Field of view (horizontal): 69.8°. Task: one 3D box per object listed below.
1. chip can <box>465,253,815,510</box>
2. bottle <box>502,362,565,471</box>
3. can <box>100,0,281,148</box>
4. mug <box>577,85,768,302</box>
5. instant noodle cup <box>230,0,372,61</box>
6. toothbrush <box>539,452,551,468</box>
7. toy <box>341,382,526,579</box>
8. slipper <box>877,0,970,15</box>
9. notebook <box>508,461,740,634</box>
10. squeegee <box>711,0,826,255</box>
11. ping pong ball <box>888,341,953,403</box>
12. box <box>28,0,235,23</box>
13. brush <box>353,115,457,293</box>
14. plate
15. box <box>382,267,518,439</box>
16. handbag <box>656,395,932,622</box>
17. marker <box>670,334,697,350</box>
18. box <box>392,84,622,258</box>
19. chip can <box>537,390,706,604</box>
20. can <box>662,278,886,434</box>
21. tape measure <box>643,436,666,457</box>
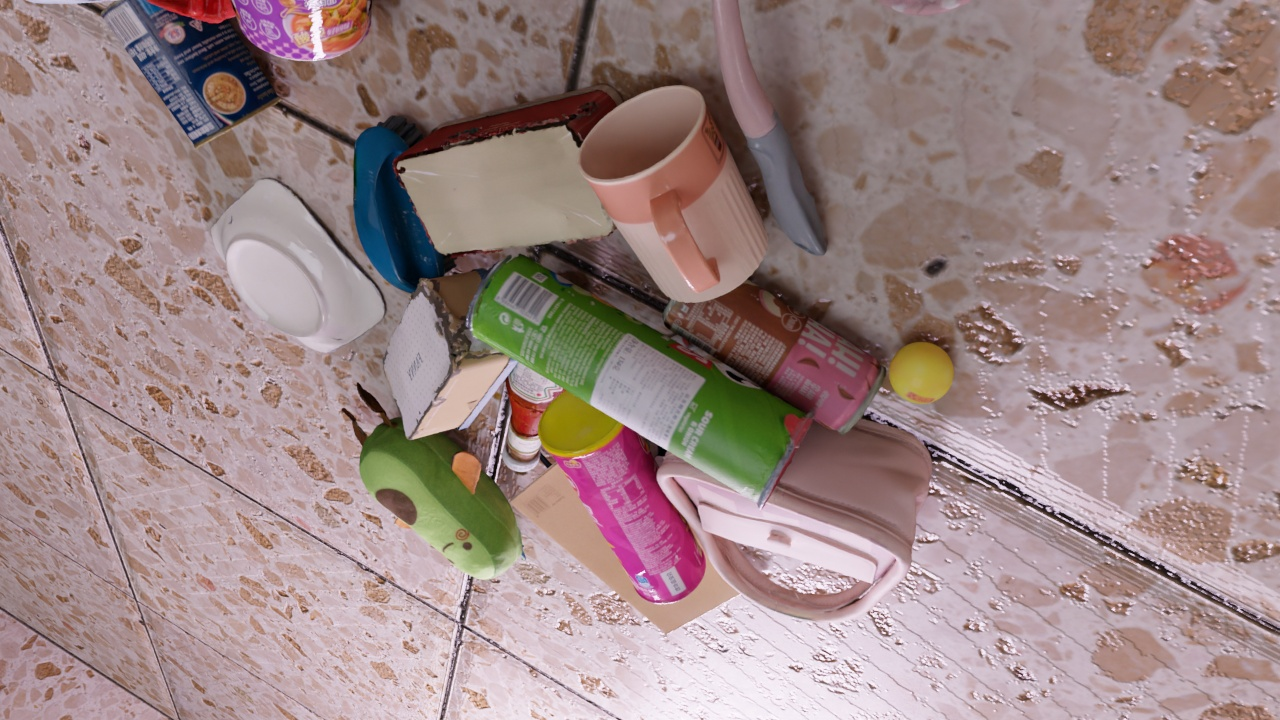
[{"bbox_3d":[-0.002,0.010,0.620,0.236,0.072,0.072,30,138,12],"label":"chip can"},{"bbox_3d":[-0.085,0.024,0.766,0.060,0.059,0.207,29,138,7],"label":"bottle"},{"bbox_3d":[-0.336,-0.227,0.689,0.075,0.075,0.111,-9,122,37],"label":"can"},{"bbox_3d":[0.025,-0.088,0.546,0.082,0.114,0.106,-25,131,13],"label":"mug"},{"bbox_3d":[-0.216,-0.252,0.573,0.111,0.111,0.099,29,145,7],"label":"instant noodle cup"},{"bbox_3d":[-0.064,0.130,0.880,0.181,0.015,0.018,49,142,-14],"label":"toothbrush"},{"bbox_3d":[-0.209,0.126,0.915,0.246,0.089,0.228,44,145,-4],"label":"toy"},{"bbox_3d":[0.077,-0.274,0.399,0.114,0.054,0.274,-18,117,42],"label":"slipper"},{"bbox_3d":[-0.008,0.168,0.864,0.211,0.012,0.150,42,130,-8],"label":"notebook"},{"bbox_3d":[0.067,-0.142,0.504,0.248,0.040,0.250,29,155,41],"label":"squeegee"},{"bbox_3d":[0.182,0.008,0.595,0.040,0.040,0.040,18,135,19],"label":"ping pong ball"},{"bbox_3d":[-0.318,-0.312,0.551,0.119,0.098,0.202,20,122,11],"label":"box"},{"bbox_3d":[-0.185,-0.109,0.700,0.055,0.073,0.144,12,132,20],"label":"brush"},{"bbox_3d":[-0.328,-0.074,0.852,0.165,0.034,0.163,-23,112,42],"label":"plate"},{"bbox_3d":[-0.163,0.002,0.761,0.185,0.060,0.089,-42,66,57],"label":"box"},{"bbox_3d":[0.118,0.136,0.731,0.193,0.093,0.235,17,142,20],"label":"handbag"},{"bbox_3d":[-0.004,0.004,0.728,0.146,0.017,0.017,-26,111,44],"label":"marker"},{"bbox_3d":[-0.085,-0.119,0.625,0.169,0.076,0.091,-2,125,34],"label":"box"},{"bbox_3d":[-0.009,0.113,0.742,0.071,0.071,0.211,4,138,30],"label":"chip can"},{"bbox_3d":[0.089,-0.011,0.624,0.147,0.057,0.058,32,138,3],"label":"can"},{"bbox_3d":[-0.005,0.052,0.760,0.066,0.033,0.066,-20,117,40],"label":"tape measure"}]
